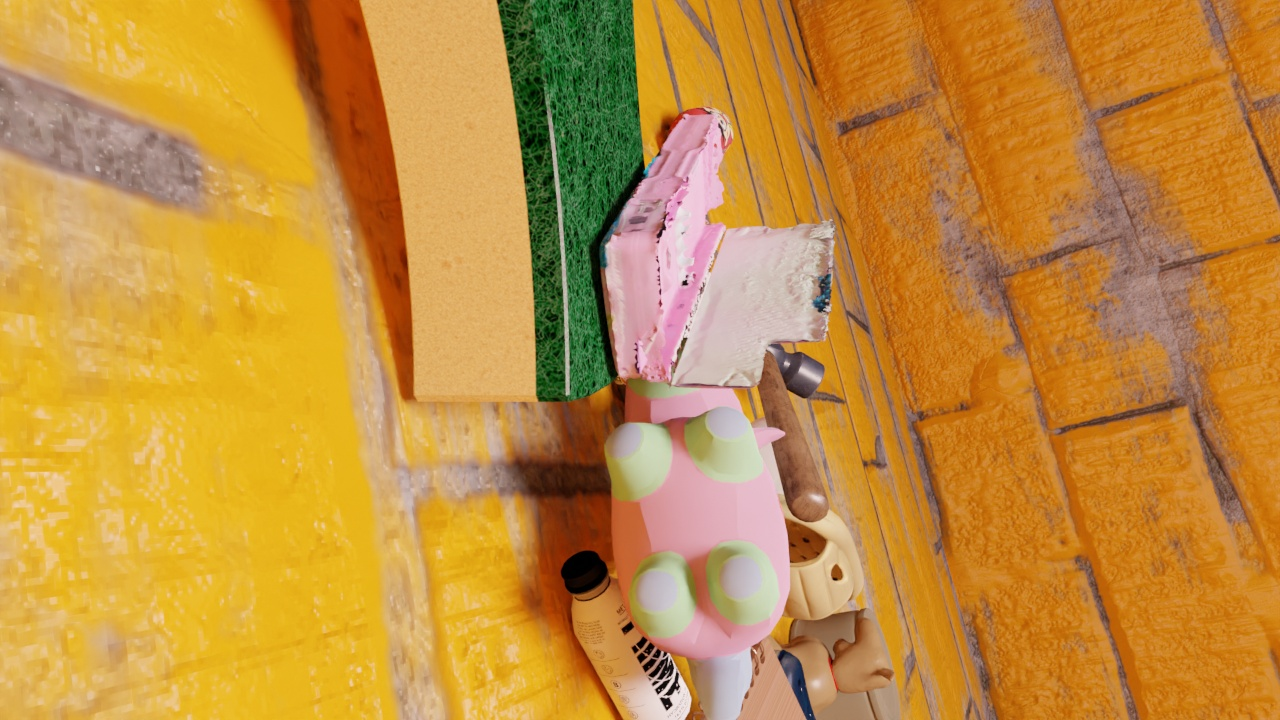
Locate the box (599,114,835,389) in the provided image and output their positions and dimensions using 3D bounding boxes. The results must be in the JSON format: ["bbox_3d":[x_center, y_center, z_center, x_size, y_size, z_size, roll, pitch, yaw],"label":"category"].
[{"bbox_3d":[0.056,-0.074,0.524,0.229,0.106,0.086,-67,153,-58],"label":"box"}]

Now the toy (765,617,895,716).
[{"bbox_3d":[0.160,0.270,0.794,0.105,0.108,0.134,3,70,-86],"label":"toy"}]

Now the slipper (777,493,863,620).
[{"bbox_3d":[0.132,0.186,0.803,0.261,0.111,0.079,50,51,-55],"label":"slipper"}]

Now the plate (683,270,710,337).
[{"bbox_3d":[0.047,0.020,0.716,0.208,0.015,0.208,3,89,-74],"label":"plate"}]

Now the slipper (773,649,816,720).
[{"bbox_3d":[0.135,0.336,0.685,0.105,0.095,0.252,0,78,-66],"label":"slipper"}]

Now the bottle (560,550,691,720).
[{"bbox_3d":[-0.011,0.157,0.514,0.116,0.041,0.041,65,22,-21],"label":"bottle"}]

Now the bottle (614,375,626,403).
[{"bbox_3d":[-0.004,0.004,0.660,0.110,0.036,0.036,68,21,-14],"label":"bottle"}]

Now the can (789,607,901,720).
[{"bbox_3d":[0.203,0.313,0.904,0.128,0.073,0.127,52,29,-45],"label":"can"}]

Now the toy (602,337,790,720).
[{"bbox_3d":[0.032,0.088,0.506,0.171,0.120,0.221,70,11,-63],"label":"toy"}]

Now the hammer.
[{"bbox_3d":[0.117,0.043,0.780,0.129,0.040,0.321,29,19,-10],"label":"hammer"}]

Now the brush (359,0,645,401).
[{"bbox_3d":[-0.054,-0.114,0.466,0.194,0.075,0.250,-54,141,-67],"label":"brush"}]

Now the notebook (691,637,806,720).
[{"bbox_3d":[0.054,0.287,0.526,0.209,0.022,0.169,-49,121,-47],"label":"notebook"}]

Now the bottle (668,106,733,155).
[{"bbox_3d":[0.062,-0.242,0.993,0.137,0.062,0.062,-50,120,-68],"label":"bottle"}]

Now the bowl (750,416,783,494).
[{"bbox_3d":[0.120,0.109,0.863,0.113,0.063,0.113,52,29,-45],"label":"bowl"}]
